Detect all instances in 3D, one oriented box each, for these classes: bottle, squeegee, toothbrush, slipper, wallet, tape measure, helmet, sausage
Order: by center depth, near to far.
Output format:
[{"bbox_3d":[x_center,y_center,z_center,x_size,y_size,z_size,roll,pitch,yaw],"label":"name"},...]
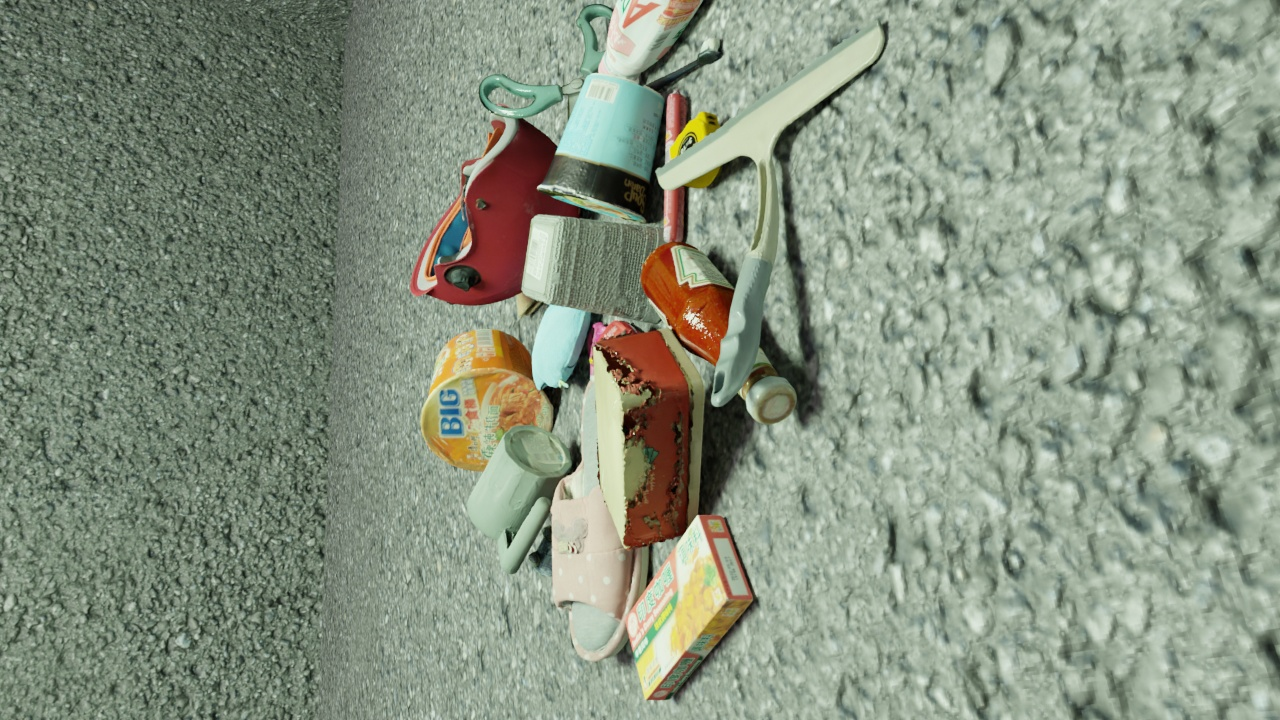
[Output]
[{"bbox_3d":[0.081,-0.077,0.655,0.247,0.039,0.246,-23,51,51],"label":"squeegee"},{"bbox_3d":[0.058,-0.023,0.702,0.206,0.059,0.060,59,136,51],"label":"bottle"},{"bbox_3d":[0.051,-0.175,0.781,0.060,0.029,0.057,-46,44,52],"label":"tape measure"},{"bbox_3d":[0.031,-0.173,0.832,0.020,0.020,0.155,-14,72,63],"label":"sausage"},{"bbox_3d":[0.013,-0.327,0.854,0.197,0.068,0.068,138,132,-59],"label":"bottle"},{"bbox_3d":[-0.042,0.139,0.858,0.114,0.054,0.274,-8,74,52],"label":"slipper"},{"bbox_3d":[0.025,-0.269,0.870,0.181,0.015,0.018,-3,76,63],"label":"toothbrush"},{"bbox_3d":[-0.156,-0.153,1.054,0.241,0.144,0.206,-51,25,34],"label":"helmet"},{"bbox_3d":[-0.139,-0.119,1.166,0.087,0.024,0.115,-34,56,51],"label":"wallet"}]

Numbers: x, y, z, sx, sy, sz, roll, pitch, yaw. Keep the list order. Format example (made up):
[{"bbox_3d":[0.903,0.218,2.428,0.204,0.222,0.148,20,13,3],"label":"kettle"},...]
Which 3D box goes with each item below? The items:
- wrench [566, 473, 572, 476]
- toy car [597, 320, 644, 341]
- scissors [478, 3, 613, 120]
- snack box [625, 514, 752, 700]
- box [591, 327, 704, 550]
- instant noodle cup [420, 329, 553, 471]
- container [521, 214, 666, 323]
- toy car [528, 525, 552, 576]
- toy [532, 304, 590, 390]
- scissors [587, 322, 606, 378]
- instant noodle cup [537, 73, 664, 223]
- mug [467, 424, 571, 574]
[{"bbox_3d":[-0.092,0.144,1.020,0.274,0.016,0.056,-22,65,61],"label":"wrench"},{"bbox_3d":[-0.005,0.005,0.817,0.053,0.045,0.120,-56,40,10],"label":"toy car"},{"bbox_3d":[-0.089,-0.320,0.991,0.019,0.174,0.169,60,-140,-58],"label":"scissors"},{"bbox_3d":[0.035,0.201,0.736,0.156,0.027,0.077,-62,32,37],"label":"snack box"},{"bbox_3d":[-0.003,0.067,0.726,0.091,0.079,0.169,-119,23,-50],"label":"box"},{"bbox_3d":[-0.184,0.041,1.095,0.111,0.151,0.152,-107,33,-54],"label":"instant noodle cup"},{"bbox_3d":[-0.043,-0.088,0.856,0.090,0.114,0.090,22,105,63],"label":"container"},{"bbox_3d":[-0.087,0.196,0.973,0.034,0.042,0.091,48,136,22],"label":"toy car"},{"bbox_3d":[-0.082,-0.042,1.002,0.156,0.049,0.162,-95,28,-44],"label":"toy"},{"bbox_3d":[-0.051,0.026,0.965,0.063,0.017,0.135,-140,56,-60],"label":"scissors"},{"bbox_3d":[-0.029,-0.205,0.881,0.111,0.111,0.120,24,98,63],"label":"instant noodle cup"},{"bbox_3d":[-0.125,0.145,0.971,0.104,0.083,0.123,-60,30,30],"label":"mug"}]
